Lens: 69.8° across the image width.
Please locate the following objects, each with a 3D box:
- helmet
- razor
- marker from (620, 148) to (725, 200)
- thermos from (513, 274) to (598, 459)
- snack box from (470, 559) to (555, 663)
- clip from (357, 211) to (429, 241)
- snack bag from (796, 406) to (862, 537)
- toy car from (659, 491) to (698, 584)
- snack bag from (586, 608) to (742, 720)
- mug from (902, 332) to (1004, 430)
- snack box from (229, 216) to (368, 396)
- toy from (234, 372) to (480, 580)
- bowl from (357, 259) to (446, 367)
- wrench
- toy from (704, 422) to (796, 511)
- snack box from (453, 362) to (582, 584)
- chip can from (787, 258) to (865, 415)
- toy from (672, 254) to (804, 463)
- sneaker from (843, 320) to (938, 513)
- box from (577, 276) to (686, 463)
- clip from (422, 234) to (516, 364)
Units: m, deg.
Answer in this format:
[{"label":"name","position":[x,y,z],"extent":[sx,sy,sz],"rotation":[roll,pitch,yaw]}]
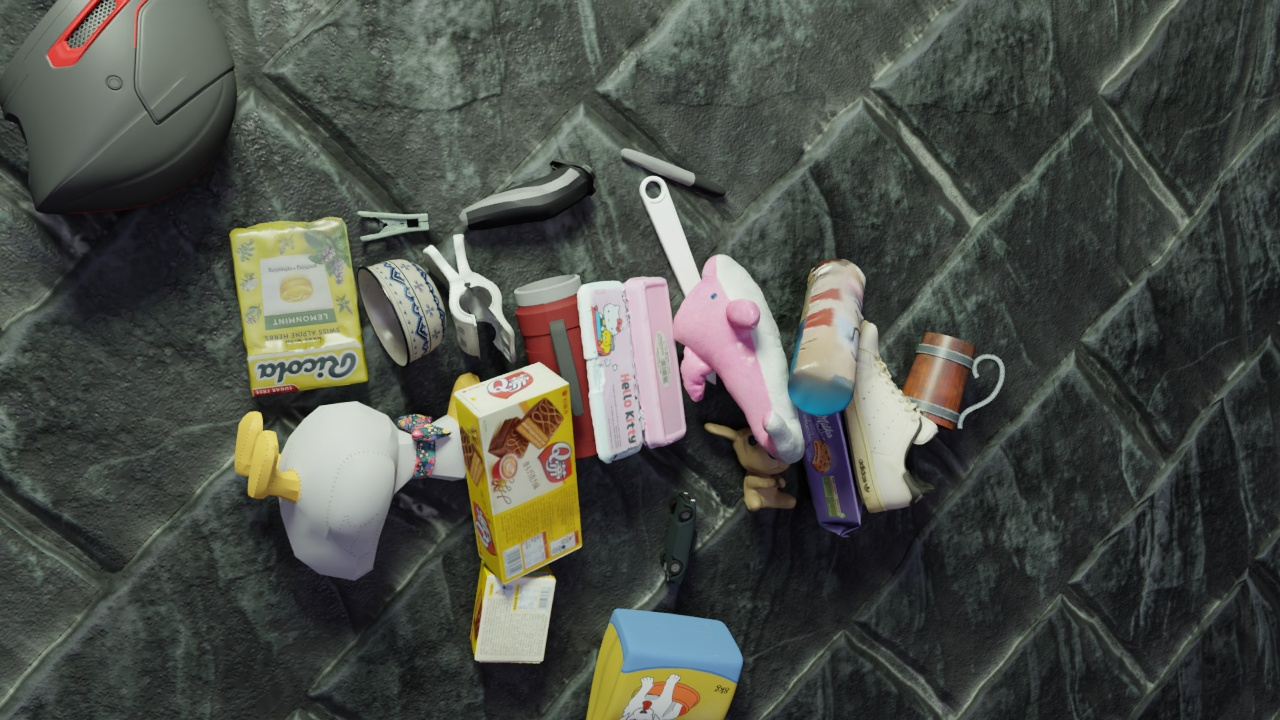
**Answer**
[{"label":"helmet","position":[-0.475,-0.243,0.856],"extent":[0.170,0.164,0.264],"rotation":[40,76,-29]},{"label":"razor","position":[-0.127,-0.179,1.029],"extent":[0.156,0.057,0.060],"rotation":[-29,73,-11]},{"label":"marker","position":[0.039,-0.220,1.090],"extent":[0.138,0.016,0.022],"rotation":[17,116,-17]},{"label":"thermos","position":[-0.082,0.010,1.039],"extent":[0.084,0.108,0.199],"rotation":[-14,104,-3]},{"label":"snack box","position":[-0.152,0.296,1.086],"extent":[0.083,0.061,0.106],"rotation":[8,96,-18]},{"label":"clip","position":[-0.270,-0.148,1.006],"extent":[0.074,0.023,0.035],"rotation":[-7,99,-17]},{"label":"snack bag","position":[0.235,0.110,1.155],"extent":[0.058,0.096,0.205],"rotation":[-10,102,20]},{"label":"toy car","position":[0.051,0.221,1.143],"extent":[0.034,0.046,0.112],"rotation":[8,97,-16]},{"label":"snack bag","position":[0.019,0.425,1.142],"extent":[0.159,0.102,0.205],"rotation":[12,105,-18]},{"label":"mug","position":[0.403,0.032,1.190],"extent":[0.117,0.081,0.111],"rotation":[19,89,17]},{"label":"snack box","position":[-0.363,-0.059,0.979],"extent":[0.121,0.045,0.181],"rotation":[-7,100,-16]},{"label":"toy","position":[-0.289,0.119,0.987],"extent":[0.267,0.141,0.247],"rotation":[12,96,-35]},{"label":"bowl","position":[-0.249,-0.056,0.982],"extent":[0.059,0.116,0.115],"rotation":[-26,105,-27]},{"label":"wrench","position":[0.061,-0.094,1.114],"extent":[0.066,0.018,0.273],"rotation":[-26,103,-12]},{"label":"toy","position":[0.149,0.129,1.136],"extent":[0.134,0.106,0.108],"rotation":[-1,87,-20]},{"label":"snack box","position":[-0.130,0.126,1.015],"extent":[0.109,0.062,0.231],"rotation":[-21,125,-29]},{"label":"chip can","position":[0.219,-0.034,1.063],"extent":[0.080,0.228,0.080],"rotation":[8,127,11]},{"label":"toy","position":[0.106,0.004,1.058],"extent":[0.128,0.186,0.265],"rotation":[-25,68,11]},{"label":"sneaker","position":[0.311,0.065,1.136],"extent":[0.102,0.088,0.241],"rotation":[-9,84,25]},{"label":"box","position":[-0.004,0.006,1.052],"extent":[0.154,0.045,0.201],"rotation":[-15,98,-57]},{"label":"clip","position":[-0.192,-0.060,0.997],"extent":[0.091,0.126,0.151],"rotation":[-38,83,-17]}]
